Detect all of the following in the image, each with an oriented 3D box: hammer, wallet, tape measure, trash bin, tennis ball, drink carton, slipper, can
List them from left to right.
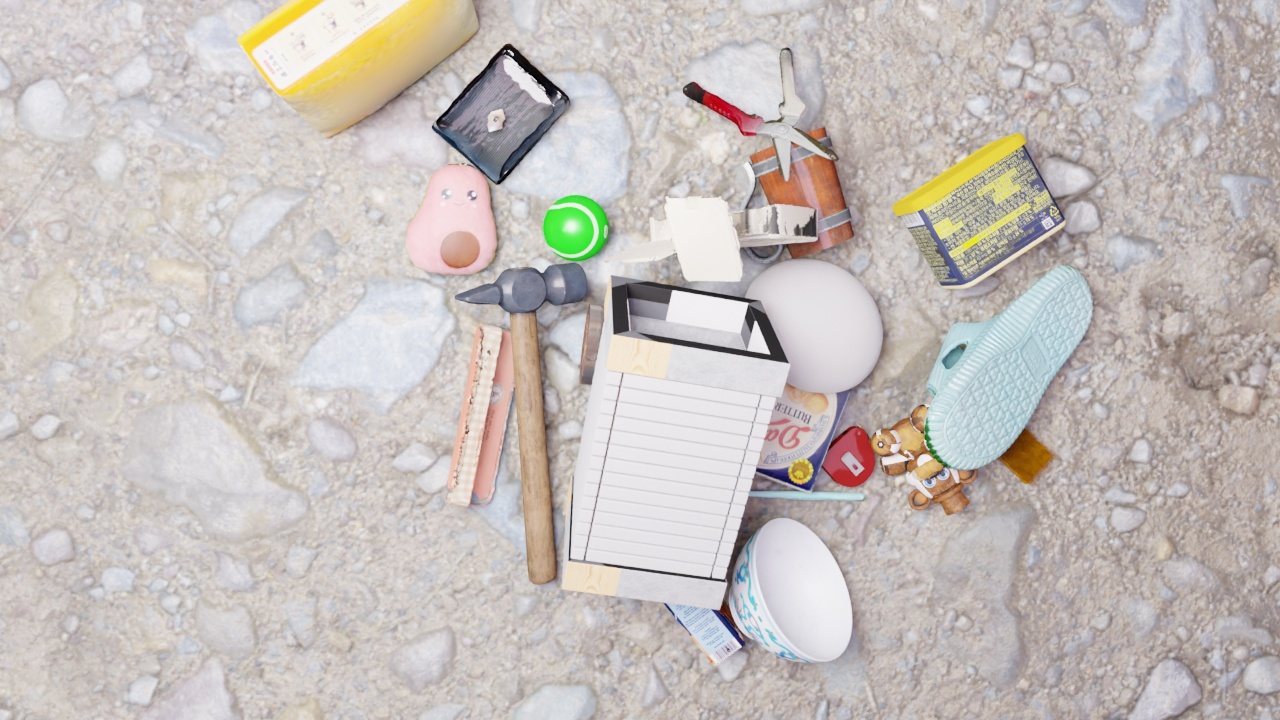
[{"bbox_3d":[-0.139,-0.245,0.916,0.089,0.026,0.115,42,86,-4],"label":"wallet"},{"bbox_3d":[-0.108,0.069,0.903,0.129,0.040,0.322,-12,105,-35],"label":"hammer"},{"bbox_3d":[-0.064,-0.131,0.908,0.065,0.065,0.065,0,92,-5],"label":"tennis ball"},{"bbox_3d":[0.021,0.073,0.826,0.142,0.142,0.247,9,114,-7],"label":"trash bin"},{"bbox_3d":[0.049,0.239,0.932,0.040,0.064,0.130,-39,95,4],"label":"drink carton"},{"bbox_3d":[0.223,0.103,0.965,0.059,0.019,0.051,-42,95,-2],"label":"tape measure"},{"bbox_3d":[0.348,-0.150,0.941,0.135,0.075,0.104,-33,97,-3],"label":"can"},{"bbox_3d":[0.370,0.004,0.944,0.275,0.070,0.116,-44,112,-20],"label":"slipper"}]

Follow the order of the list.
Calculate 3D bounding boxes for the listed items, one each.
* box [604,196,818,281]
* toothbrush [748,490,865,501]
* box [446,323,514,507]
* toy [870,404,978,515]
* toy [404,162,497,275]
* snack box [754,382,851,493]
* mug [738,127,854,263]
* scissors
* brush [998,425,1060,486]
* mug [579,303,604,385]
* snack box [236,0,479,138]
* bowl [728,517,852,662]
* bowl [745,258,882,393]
[{"bbox_3d":[0.066,-0.106,0.847,0.144,0.180,0.080,-1,94,37],"label":"box"},{"bbox_3d":[0.148,0.143,0.962,0.180,0.016,0.016,1,89,-5],"label":"toothbrush"},{"bbox_3d":[-0.155,0.056,0.915,0.067,0.057,0.187,9,93,-37],"label":"box"},{"bbox_3d":[0.298,0.107,0.950,0.087,0.067,0.112,-34,82,13],"label":"toy"},{"bbox_3d":[-0.185,-0.139,0.904,0.090,0.051,0.110,3,89,-12],"label":"toy"},{"bbox_3d":[0.132,0.045,0.943,0.144,0.042,0.145,21,89,-5],"label":"snack box"},{"bbox_3d":[0.149,-0.161,0.927,0.117,0.081,0.111,-18,98,19],"label":"mug"},{"bbox_3d":[0.125,-0.249,0.899,0.199,0.015,0.178,22,60,27],"label":"scissors"},{"bbox_3d":[0.386,0.076,0.980,0.126,0.017,0.048,43,88,-5],"label":"brush"},{"bbox_3d":[-0.005,0.005,0.920,0.107,0.079,0.116,7,120,-7],"label":"mug"},{"bbox_3d":[-0.246,-0.296,0.847,0.195,0.145,0.080,-37,92,-3],"label":"snack box"},{"bbox_3d":[0.138,0.240,0.924,0.074,0.143,0.144,-35,96,37],"label":"bowl"},{"bbox_3d":[0.179,-0.044,0.914,0.149,0.043,0.149,5,65,-12],"label":"bowl"}]
